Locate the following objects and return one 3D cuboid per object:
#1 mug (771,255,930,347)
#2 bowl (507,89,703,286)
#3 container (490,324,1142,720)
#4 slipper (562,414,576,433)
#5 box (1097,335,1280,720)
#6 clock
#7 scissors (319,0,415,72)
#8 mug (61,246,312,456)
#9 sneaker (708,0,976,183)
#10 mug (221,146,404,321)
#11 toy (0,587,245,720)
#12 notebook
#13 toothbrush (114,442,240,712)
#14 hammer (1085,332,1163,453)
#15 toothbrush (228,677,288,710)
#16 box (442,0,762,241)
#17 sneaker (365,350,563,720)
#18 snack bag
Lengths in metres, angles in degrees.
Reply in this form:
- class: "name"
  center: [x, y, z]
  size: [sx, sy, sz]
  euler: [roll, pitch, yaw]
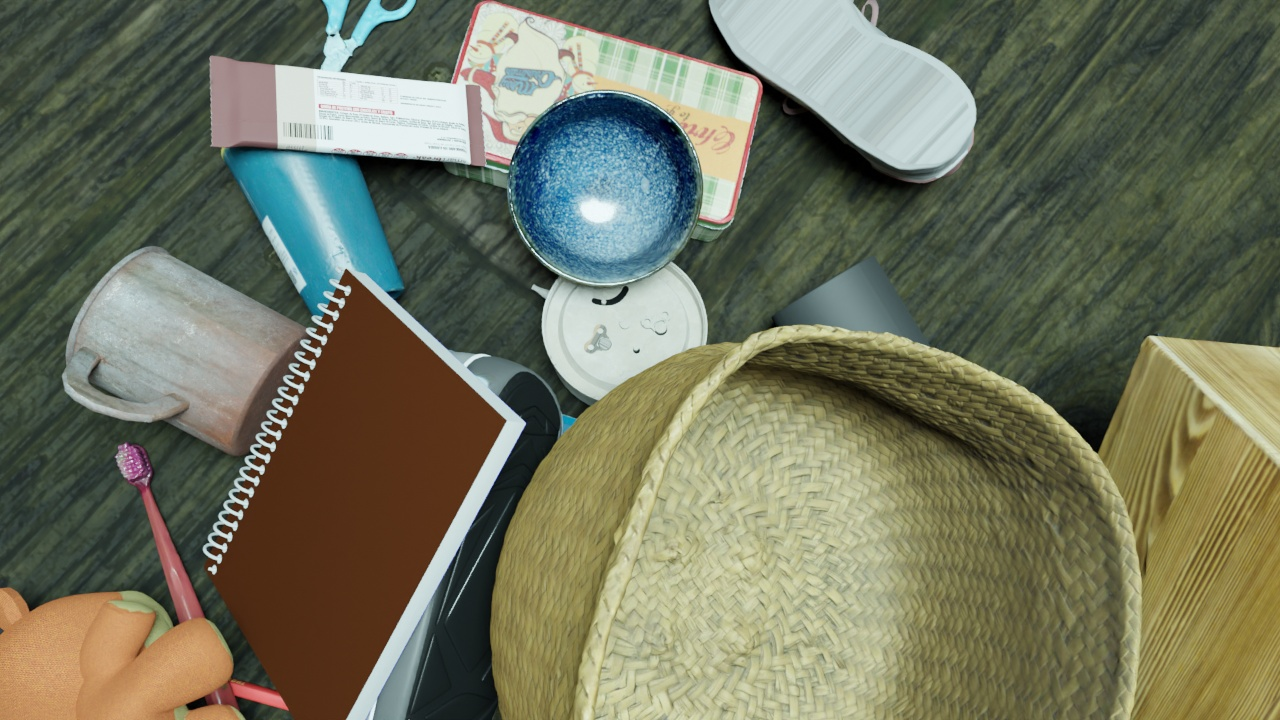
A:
- class: "mug"
  center: [0.128, -0.003, 0.612]
  size: [0.114, 0.078, 0.088]
  euler: [-32, 86, 16]
- class: "bowl"
  center: [-0.021, -0.105, 0.562]
  size: [0.114, 0.060, 0.114]
  euler: [0, 101, -1]
- class: "container"
  center: [0.073, 0.140, 0.473]
  size: [0.306, 0.197, 0.307]
  euler: [2, 84, -24]
- class: "slipper"
  center: [-0.004, 0.149, 0.575]
  size: [0.118, 0.060, 0.295]
  euler: [-36, 87, -14]
- class: "box"
  center: [0.408, 0.156, 0.483]
  size: [0.336, 0.285, 0.280]
  euler: [3, 120, -4]
- class: "clock"
  center: [-0.004, 0.003, 0.597]
  size: [0.103, 0.061, 0.156]
  euler: [-22, 77, -11]
- class: "scissors"
  center: [-0.197, -0.217, 0.632]
  size: [0.076, 0.015, 0.141]
  euler: [13, 86, -7]
- class: "mug"
  center: [-0.266, 0.003, 0.534]
  size: [0.110, 0.122, 0.096]
  euler: [24, 121, -1]
- class: "sneaker"
  center: [0.140, -0.205, 0.644]
  size: [0.099, 0.089, 0.236]
  euler: [-42, 67, 10]
- class: "mug"
  center: [-0.201, -0.087, 0.579]
  size: [0.078, 0.078, 0.121]
  euler: [-24, 90, -11]
- class: "toy"
  center: [-0.297, 0.178, 0.502]
  size: [0.176, 0.096, 0.112]
  euler: [3, 114, 8]
- class: "notebook"
  center: [-0.164, 0.076, 0.501]
  size: [0.171, 0.022, 0.209]
  euler: [38, 104, 35]
- class: "toothbrush"
  center: [-0.279, 0.136, 0.553]
  size: [0.016, 0.016, 0.190]
  euler: [-23, 80, -15]
- class: "hammer"
  center: [0.258, 0.082, 0.642]
  size: [0.324, 0.015, 0.095]
  euler: [-23, 85, -10]
- class: "toothbrush"
  center: [-0.178, 0.215, 0.565]
  size: [0.212, 0.012, 0.018]
  euler: [18, 80, -5]
- class: "box"
  center: [-0.027, -0.162, 0.624]
  size: [0.205, 0.051, 0.117]
  euler: [16, 81, -6]
- class: "sneaker"
  center: [-0.148, 0.113, 0.542]
  size: [0.161, 0.093, 0.256]
  euler: [15, 89, 31]
- class: "snack bag"
  center: [-0.172, -0.148, 0.553]
  size: [0.157, 0.013, 0.057]
  euler: [-2, 81, -25]
